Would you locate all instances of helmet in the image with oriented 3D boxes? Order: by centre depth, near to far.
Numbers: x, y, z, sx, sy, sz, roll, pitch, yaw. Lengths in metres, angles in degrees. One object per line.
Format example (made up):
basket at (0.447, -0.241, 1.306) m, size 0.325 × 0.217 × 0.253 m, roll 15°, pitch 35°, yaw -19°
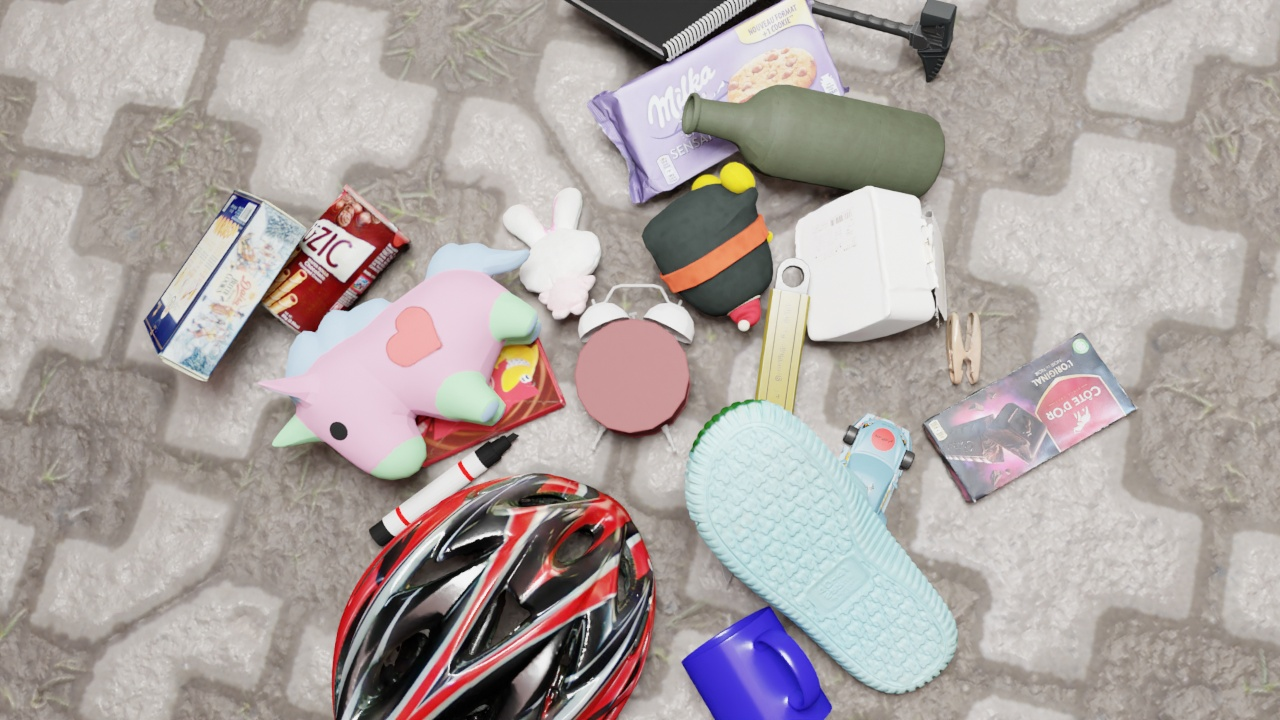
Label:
helmet at (-0.106, 0.202, 0.684) m, size 0.217 × 0.167 × 0.271 m, roll 42°, pitch 73°, yaw 8°

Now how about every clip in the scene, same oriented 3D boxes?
clip at (0.260, -0.011, 0.745) m, size 0.047 × 0.025 × 0.062 m, roll -30°, pitch 85°, yaw 4°

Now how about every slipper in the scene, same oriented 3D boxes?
slipper at (0.133, 0.140, 0.685) m, size 0.116 × 0.069 × 0.276 m, roll -41°, pitch 104°, yaw 4°

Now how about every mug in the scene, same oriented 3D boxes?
mug at (0.092, 0.234, 0.672) m, size 0.079 × 0.111 × 0.083 m, roll -24°, pitch 76°, yaw -32°

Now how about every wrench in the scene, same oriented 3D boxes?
wrench at (0.108, 0.054, 0.728) m, size 0.083 × 0.018 × 0.273 m, roll 9°, pitch 90°, yaw 6°

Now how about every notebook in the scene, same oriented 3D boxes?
notebook at (0.053, -0.342, 0.784) m, size 0.206 × 0.016 × 0.149 m, roll -39°, pitch 56°, yaw -14°

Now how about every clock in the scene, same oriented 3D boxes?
clock at (-0.004, 0.004, 0.754) m, size 0.096 × 0.048 × 0.137 m, roll 1°, pitch 80°, yaw 6°

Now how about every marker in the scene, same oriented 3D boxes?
marker at (-0.162, 0.104, 0.766) m, size 0.145 × 0.019 × 0.019 m, roll -36°, pitch 78°, yaw -2°

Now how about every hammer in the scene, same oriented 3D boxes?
hammer at (0.111, -0.315, 0.802) m, size 0.325 × 0.095 × 0.015 m, roll 23°, pitch 82°, yaw 18°

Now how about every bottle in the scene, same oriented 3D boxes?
bottle at (0.135, -0.177, 0.728) m, size 0.206 × 0.072 × 0.071 m, roll 7°, pitch 79°, yaw -16°

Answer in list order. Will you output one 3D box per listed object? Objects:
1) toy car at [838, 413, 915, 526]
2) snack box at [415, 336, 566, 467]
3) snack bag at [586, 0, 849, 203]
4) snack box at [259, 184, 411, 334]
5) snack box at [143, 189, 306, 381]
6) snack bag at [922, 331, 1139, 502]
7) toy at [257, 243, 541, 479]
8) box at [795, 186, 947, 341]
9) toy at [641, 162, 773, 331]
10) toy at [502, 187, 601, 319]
toy car at (0.179, 0.095, 0.729) m, size 0.060 × 0.027 × 0.107 m, roll 24°, pitch 83°, yaw 10°
snack box at (-0.140, 0.023, 0.778) m, size 0.133 × 0.021 × 0.089 m, roll -24°, pitch 77°, yaw 1°
snack bag at (0.065, -0.221, 0.772) m, size 0.205 × 0.058 × 0.096 m, roll -27°, pitch 108°, yaw 0°
snack box at (-0.263, -0.082, 0.785) m, size 0.072 × 0.072 × 0.121 m, roll 40°, pitch 86°, yaw 11°
snack box at (-0.348, -0.069, 0.762) m, size 0.042 × 0.144 × 0.145 m, roll 35°, pitch 84°, yaw -34°
snack bag at (0.308, 0.045, 0.732) m, size 0.155 × 0.018 × 0.074 m, roll -30°, pitch 77°, yaw -2°
toy at (-0.182, -0.009, 0.726) m, size 0.171 × 0.120 × 0.222 m, roll 23°, pitch 83°, yaw 1°
box at (0.208, -0.072, 0.738) m, size 0.130 × 0.103 × 0.110 m, roll -1°, pitch 79°, yaw -32°
toy at (0.063, -0.084, 0.745) m, size 0.099 × 0.097 × 0.119 m, roll -35°, pitch 101°, yaw -13°
toy at (-0.070, -0.087, 0.781) m, size 0.076 × 0.037 × 0.125 m, roll -23°, pitch 64°, yaw 6°
